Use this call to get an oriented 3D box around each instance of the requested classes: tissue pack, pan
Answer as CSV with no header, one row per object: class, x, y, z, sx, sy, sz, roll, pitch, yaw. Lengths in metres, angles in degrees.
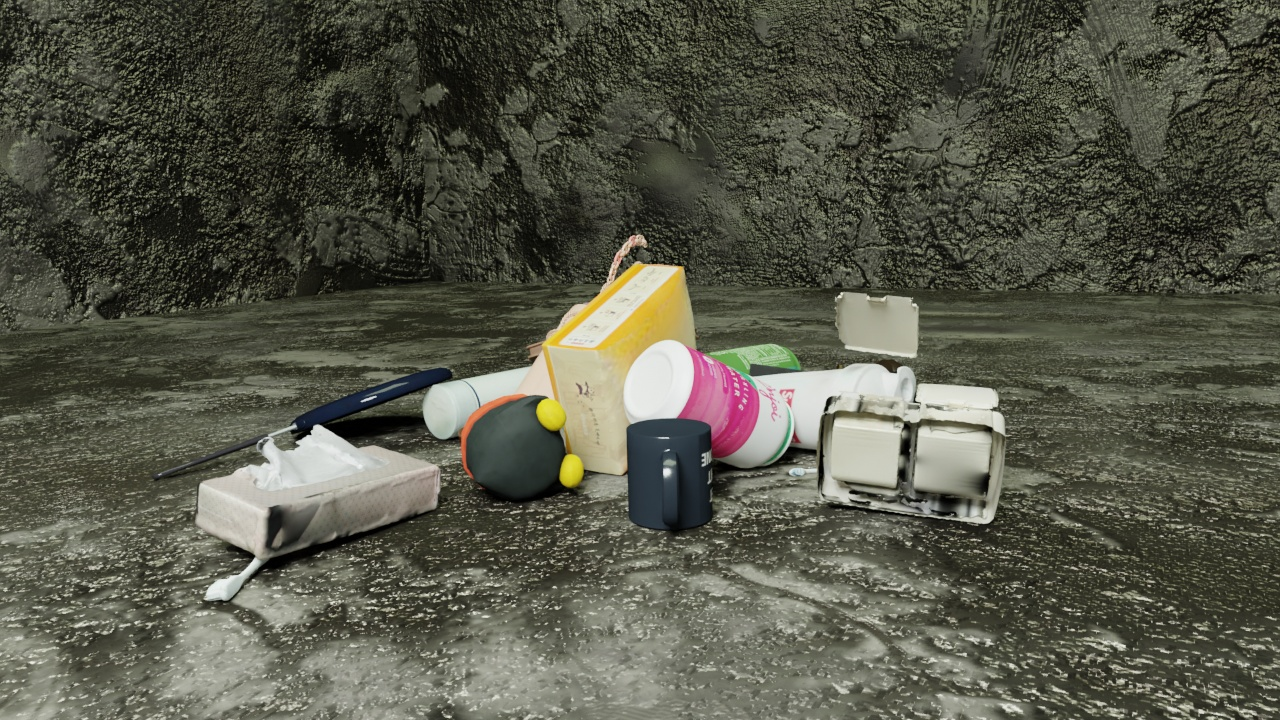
tissue pack,-0.264,0.102,0.759,0.104,0.071,0.181,14,15,32
pan,-0.376,0.067,1.051,0.355,0.021,0.199,-23,3,-44

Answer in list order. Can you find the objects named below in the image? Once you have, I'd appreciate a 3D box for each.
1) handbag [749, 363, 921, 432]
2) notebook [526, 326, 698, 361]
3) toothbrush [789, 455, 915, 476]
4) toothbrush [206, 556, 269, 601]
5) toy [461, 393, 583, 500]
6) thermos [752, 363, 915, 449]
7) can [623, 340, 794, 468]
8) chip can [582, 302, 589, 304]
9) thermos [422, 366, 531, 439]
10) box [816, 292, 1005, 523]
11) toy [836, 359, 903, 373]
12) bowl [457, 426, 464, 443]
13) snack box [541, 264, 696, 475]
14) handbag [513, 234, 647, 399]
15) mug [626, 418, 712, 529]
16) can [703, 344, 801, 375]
handbag,0.256,0.054,1.088,0.195,0.072,0.176,4,3,-42
notebook,-0.036,-0.025,1.349,0.211,0.022,0.169,-17,-17,21
toothbrush,0.229,0.100,0.872,0.185,0.022,0.024,-2,-7,-10
toothbrush,-0.289,0.145,0.716,0.017,0.012,0.186,-5,9,1
toy,-0.119,0.075,0.852,0.099,0.097,0.119,-23,24,-16
thermos,0.175,0.055,0.959,0.099,0.099,0.221,-10,5,-43
can,0.067,0.045,0.876,0.165,0.088,0.088,24,-8,-38
chip can,-0.010,0.004,1.151,0.073,0.073,0.233,-8,30,-34
thermos,-0.159,0.045,1.142,0.068,0.068,0.229,7,13,41
box,0.225,0.021,0.749,0.144,0.194,0.100,7,33,17
toy,0.307,0.025,1.204,0.100,0.062,0.076,12,-28,-6
bowl,-0.136,0.087,0.983,0.118,0.030,0.117,-1,9,0
snack box,-0.006,0.006,0.949,0.081,0.145,0.194,6,32,28
handbag,-0.075,-0.041,1.034,0.117,0.187,0.198,12,53,26
mug,0.024,0.096,0.754,0.071,0.077,0.105,-1,9,1
can,0.127,0.026,1.152,0.143,0.083,0.083,-9,12,-37
